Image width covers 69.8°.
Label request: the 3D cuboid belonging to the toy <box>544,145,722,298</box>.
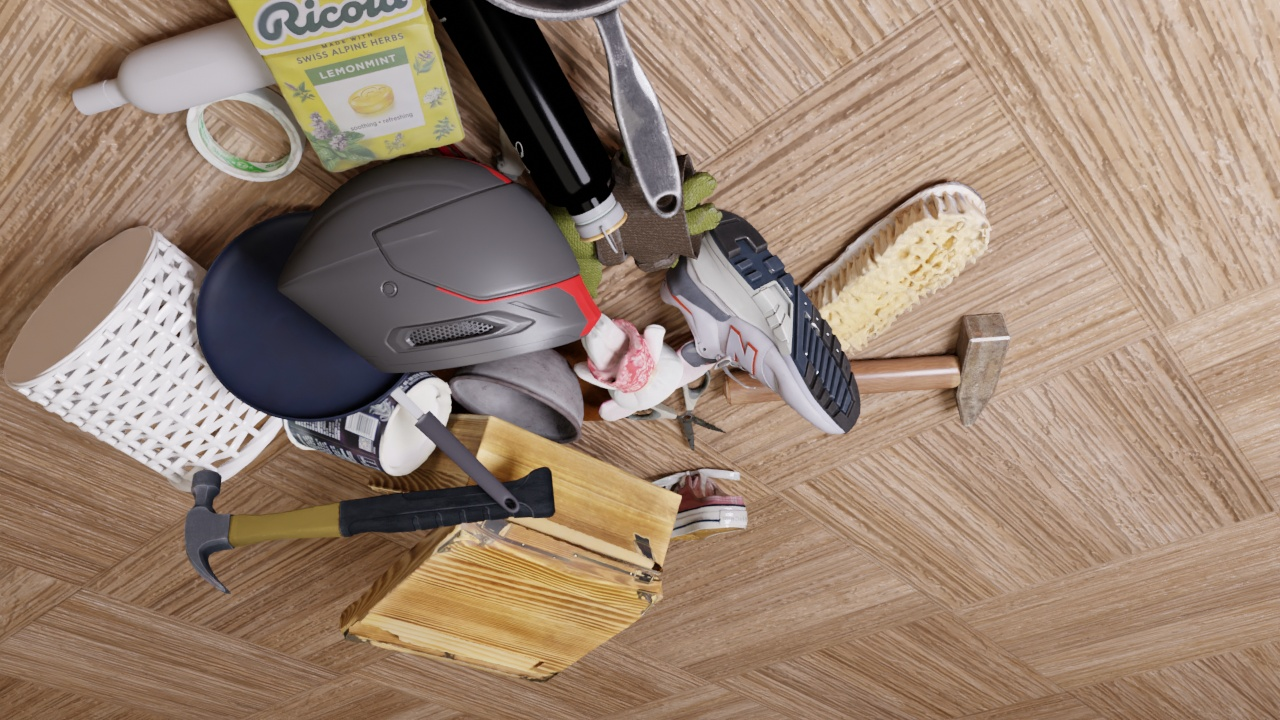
[{"bbox_3d":[-0.008,-0.131,0.807,0.153,0.078,0.179,-2,137,14],"label":"toy"}]

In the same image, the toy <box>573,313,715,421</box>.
[{"bbox_3d":[-0.006,0.005,0.937,0.159,0.084,0.194,-35,152,14],"label":"toy"}]

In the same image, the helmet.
[{"bbox_3d":[-0.175,-0.085,0.770,0.265,0.164,0.170,-9,100,8],"label":"helmet"}]

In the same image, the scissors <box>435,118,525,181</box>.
[{"bbox_3d":[-0.135,-0.181,0.797,0.194,0.015,0.180,21,136,-25],"label":"scissors"}]

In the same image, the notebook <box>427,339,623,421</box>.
[{"bbox_3d":[-0.135,0.014,1.027,0.225,0.024,0.168,-1,141,2],"label":"notebook"}]

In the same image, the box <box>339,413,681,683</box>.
[{"bbox_3d":[-0.139,0.221,1.013,0.279,0.263,0.270,29,159,-34],"label":"box"}]

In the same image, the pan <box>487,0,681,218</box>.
[{"bbox_3d":[-0.027,-0.253,0.637,0.187,0.055,0.357,-21,134,0],"label":"pan"}]

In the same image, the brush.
[{"bbox_3d":[0.221,-0.069,0.898,0.083,0.056,0.272,27,134,-24],"label":"brush"}]

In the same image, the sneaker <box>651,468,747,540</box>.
[{"bbox_3d":[0.062,0.187,1.191,0.118,0.087,0.242,3,164,-23],"label":"sneaker"}]

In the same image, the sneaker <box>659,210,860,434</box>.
[{"bbox_3d":[0.105,-0.019,0.890,0.125,0.088,0.240,-28,96,42],"label":"sneaker"}]

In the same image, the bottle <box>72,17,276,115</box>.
[{"bbox_3d":[-0.353,-0.225,0.714,0.195,0.052,0.052,-11,139,13],"label":"bottle"}]

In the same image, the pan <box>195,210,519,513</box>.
[{"bbox_3d":[-0.240,0.013,0.837,0.356,0.198,0.021,44,162,1],"label":"pan"}]

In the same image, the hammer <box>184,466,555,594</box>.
[{"bbox_3d":[-0.246,0.142,0.841,0.333,0.117,0.025,-5,147,-5],"label":"hammer"}]

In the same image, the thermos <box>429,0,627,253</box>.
[{"bbox_3d":[-0.072,-0.181,0.704,0.061,0.061,0.231,-19,117,22],"label":"thermos"}]

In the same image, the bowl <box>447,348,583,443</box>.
[{"bbox_3d":[-0.119,0.024,0.946,0.145,0.067,0.145,17,157,7],"label":"bowl"}]

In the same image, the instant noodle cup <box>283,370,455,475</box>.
[{"bbox_3d":[-0.262,0.047,0.909,0.112,0.137,0.137,24,145,19],"label":"instant noodle cup"}]

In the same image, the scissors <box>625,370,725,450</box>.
[{"bbox_3d":[0.045,0.057,1.077,0.168,0.012,0.158,2,138,-21],"label":"scissors"}]

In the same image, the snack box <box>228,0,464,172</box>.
[{"bbox_3d":[-0.205,-0.214,0.671,0.121,0.045,0.181,-14,151,-4],"label":"snack box"}]

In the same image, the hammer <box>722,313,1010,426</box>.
[{"bbox_3d":[0.243,0.024,1.027,0.301,0.037,0.158,-4,140,6],"label":"hammer"}]

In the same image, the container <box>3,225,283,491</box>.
[{"bbox_3d":[-0.458,0.000,0.884,0.190,0.189,0.187,-20,135,23],"label":"container"}]

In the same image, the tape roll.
[{"bbox_3d":[-0.334,-0.194,0.780,0.094,0.018,0.094,0,140,0],"label":"tape roll"}]
